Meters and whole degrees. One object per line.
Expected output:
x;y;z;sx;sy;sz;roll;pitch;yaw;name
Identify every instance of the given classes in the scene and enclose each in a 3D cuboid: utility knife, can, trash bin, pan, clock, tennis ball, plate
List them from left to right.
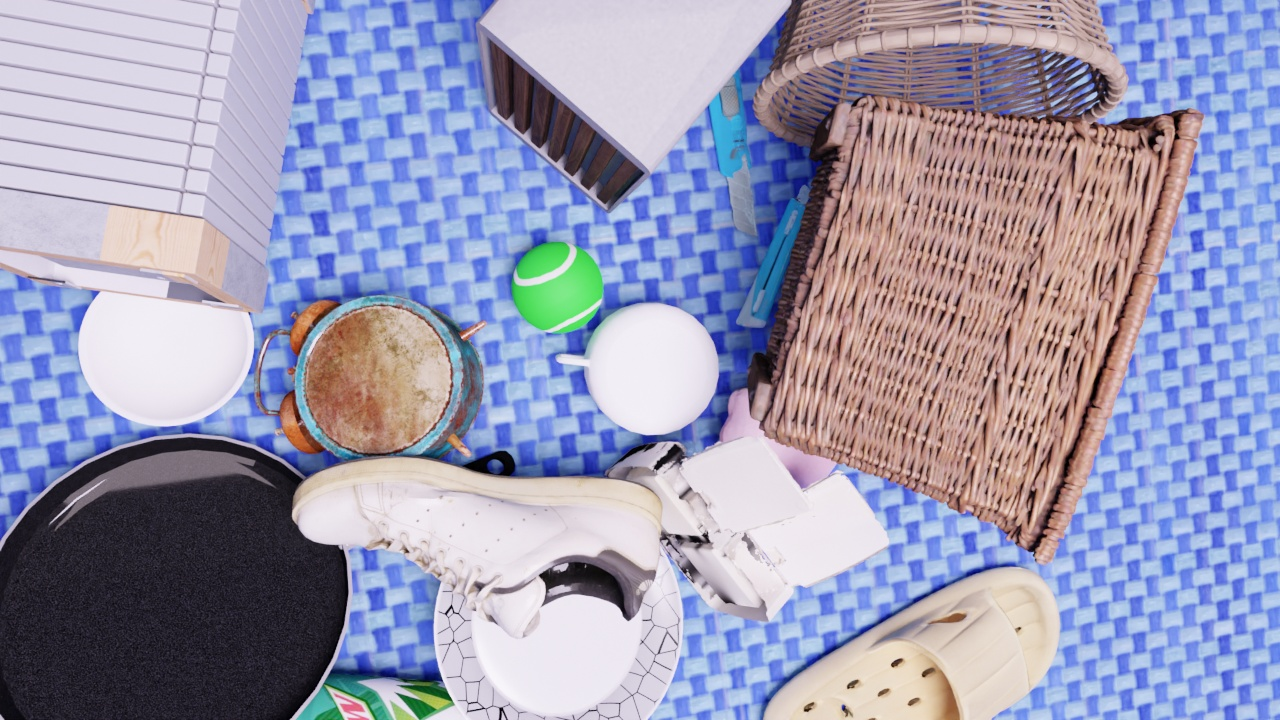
-0.301;-0.169;0.557;0.142;0.142;0.246;8;83;-8;trash bin
-0.253;0.139;0.636;0.355;0.034;0.225;-21;76;-21;pan
-0.189;0.015;0.638;0.158;0.073;0.121;5;84;4;clock
-0.172;0.270;0.654;0.144;0.083;0.083;7;93;-8;can
-0.059;-0.052;0.655;0.065;0.065;0.065;0;94;-8;tennis ball
-0.058;0.190;0.670;0.188;0.016;0.188;7;72;-23;plate
-0.016;-0.182;0.569;0.114;0.229;0.114;40;88;-8;trash bin
0.067;-0.190;0.688;0.031;0.015;0.196;-10;96;-2;utility knife
0.104;-0.079;0.700;0.022;0.015;0.117;20;89;17;utility knife

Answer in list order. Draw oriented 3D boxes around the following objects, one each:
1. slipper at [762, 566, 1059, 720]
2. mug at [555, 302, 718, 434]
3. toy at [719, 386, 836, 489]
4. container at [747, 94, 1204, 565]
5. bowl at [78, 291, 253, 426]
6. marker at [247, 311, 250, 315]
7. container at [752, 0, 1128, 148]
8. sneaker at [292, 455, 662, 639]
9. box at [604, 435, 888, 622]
0.222;0.256;0.708;0.261;0.079;0.111;-24;100;-5;slipper
-0.004;0.004;0.664;0.115;0.068;0.094;6;93;-8;mug
0.101;0.076;0.692;0.102;0.050;0.093;25;87;-11;toy
0.175;-0.037;0.556;0.183;0.162;0.250;14;100;4;container
-0.320;-0.009;0.634;0.110;0.040;0.110;1;85;-9;bowl
-0.287;-0.103;0.650;0.011;0.011;0.152;-3;94;-7;marker
0.192;-0.259;0.603;0.227;0.227;0.196;3;86;-8;container
-0.103;0.128;0.595;0.241;0.089;0.102;5;55;-9;sneaker
0.065;0.111;0.636;0.145;0.186;0.065;53;47;-10;box
